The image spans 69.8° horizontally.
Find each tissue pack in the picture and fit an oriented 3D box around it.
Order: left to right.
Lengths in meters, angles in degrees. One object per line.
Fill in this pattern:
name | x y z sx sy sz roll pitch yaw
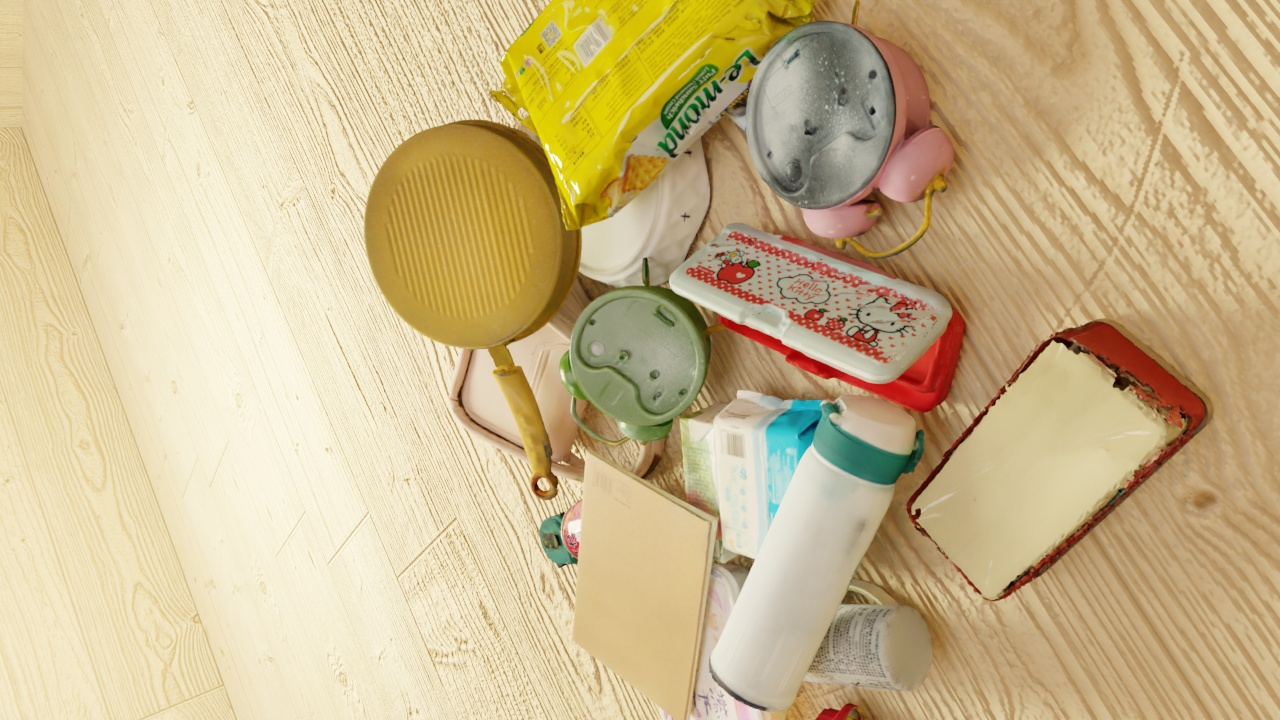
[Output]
tissue pack | 0.110 0.094 0.704 0.090 0.063 0.140 8 107 48

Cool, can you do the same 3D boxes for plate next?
plate | -0.027 -0.160 0.796 0.205 0.045 0.205 17 114 45

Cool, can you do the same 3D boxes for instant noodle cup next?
instant noodle cup | 0.067 0.253 0.808 0.138 0.060 0.173 -12 94 50
instant noodle cup | 0.175 0.341 0.681 0.124 0.116 0.116 14 112 34

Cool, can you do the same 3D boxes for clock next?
clock | -0.005 0.005 0.774 0.116 0.056 0.161 38 114 6
clock | 0.139 -0.143 0.601 0.117 0.059 0.158 -32 76 48

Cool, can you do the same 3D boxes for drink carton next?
drink carton | 0.068 0.101 0.763 0.046 0.053 0.122 9 108 43

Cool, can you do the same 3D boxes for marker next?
marker | 0.058 -0.206 0.705 0.145 0.016 0.017 50 134 26

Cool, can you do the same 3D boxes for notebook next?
notebook | -0.004 0.199 0.809 0.150 0.012 0.212 24 119 38

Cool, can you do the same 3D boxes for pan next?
pan | -0.129 -0.033 0.822 0.198 0.078 0.357 -6 100 21

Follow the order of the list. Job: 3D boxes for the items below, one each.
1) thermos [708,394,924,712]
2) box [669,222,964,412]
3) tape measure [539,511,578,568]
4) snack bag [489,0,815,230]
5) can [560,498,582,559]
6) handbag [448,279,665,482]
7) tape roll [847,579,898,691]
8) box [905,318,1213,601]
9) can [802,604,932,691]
thermos | 0.120 0.130 0.626 0.073 0.073 0.224 35 112 37
box | 0.111 -0.032 0.637 0.201 0.098 0.095 28 121 41
tape measure | -0.088 0.195 0.992 0.055 0.025 0.058 -23 83 49
snack bag | -0.005 -0.231 0.682 0.247 0.068 0.158 -39 70 28
can | -0.027 0.157 0.879 0.094 0.066 0.066 -26 82 49
handbag | -0.073 0.030 0.893 0.234 0.093 0.194 37 127 26
tape roll | 0.172 0.212 0.709 0.086 0.013 0.086 18 116 44
box | 0.236 0.065 0.540 0.091 0.077 0.169 50 135 28
can | 0.141 0.212 0.687 0.147 0.058 0.058 -18 88 50
